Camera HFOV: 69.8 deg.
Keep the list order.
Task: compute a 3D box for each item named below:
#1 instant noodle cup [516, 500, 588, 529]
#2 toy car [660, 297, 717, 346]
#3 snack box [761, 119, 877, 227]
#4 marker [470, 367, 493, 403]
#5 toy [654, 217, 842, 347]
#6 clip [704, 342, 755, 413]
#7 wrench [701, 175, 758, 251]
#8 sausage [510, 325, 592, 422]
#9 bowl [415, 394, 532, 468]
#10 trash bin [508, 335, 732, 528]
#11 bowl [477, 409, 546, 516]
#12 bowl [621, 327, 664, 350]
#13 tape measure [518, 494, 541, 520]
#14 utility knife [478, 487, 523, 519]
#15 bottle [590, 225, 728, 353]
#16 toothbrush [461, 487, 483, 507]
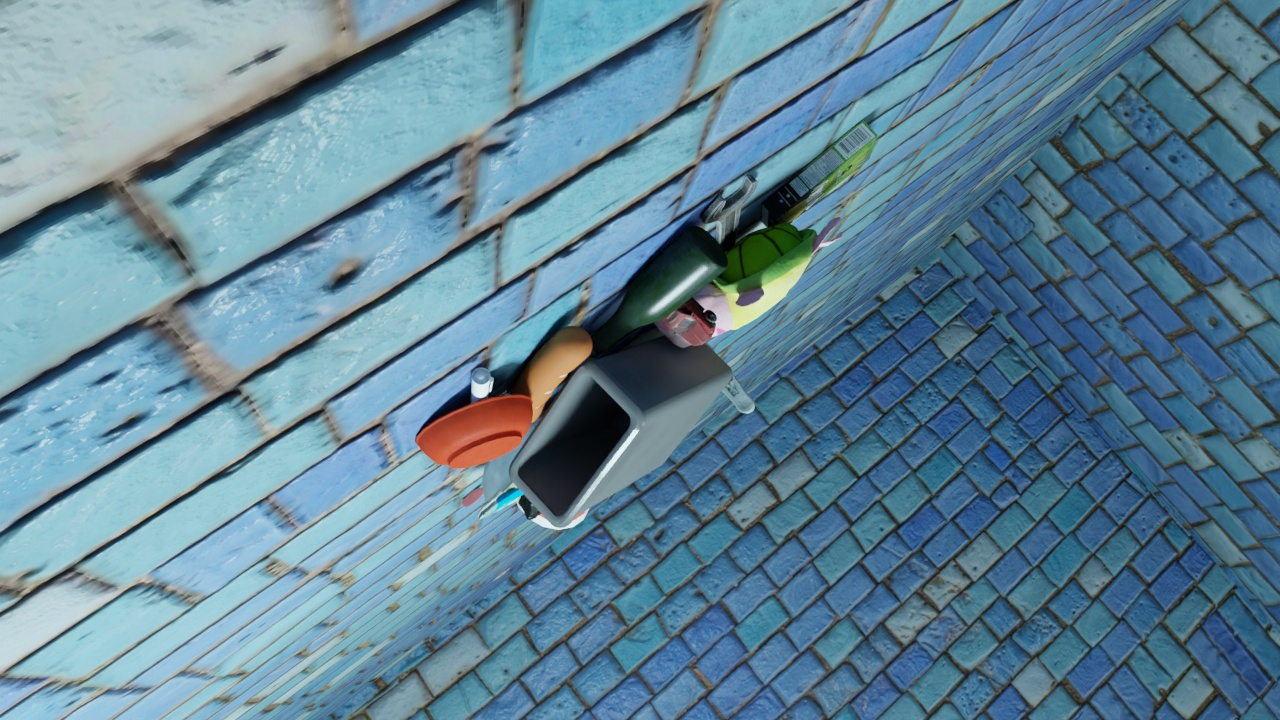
[{"bbox_3d":[-0.113,0.168,1.378,0.123,0.123,0.121,-29,159,-44],"label":"instant noodle cup"},{"bbox_3d":[0.041,-0.054,0.986,0.042,0.091,0.036,-48,-179,42],"label":"toy car"},{"bbox_3d":[0.207,-0.211,1.073,0.147,0.025,0.080,-39,170,2],"label":"snack box"},{"bbox_3d":[-0.155,0.038,0.893,0.134,0.020,0.017,118,-12,-67],"label":"marker"},{"bbox_3d":[0.124,-0.094,1.049,0.238,0.088,0.190,-30,-173,7],"label":"toy"},{"bbox_3d":[0.095,0.003,1.259,0.029,0.172,0.143,-41,160,7],"label":"clip"},{"bbox_3d":[0.097,-0.143,1.026,0.070,0.010,0.273,-38,170,-3],"label":"wrench"},{"bbox_3d":[-0.099,0.017,0.939,0.044,0.039,0.165,14,143,-23],"label":"sausage"},{"bbox_3d":[-0.159,0.076,0.913,0.122,0.035,0.122,-21,164,-7],"label":"bowl"},{"bbox_3d":[-0.018,0.070,1.061,0.219,0.097,0.192,-21,152,-57],"label":"trash bin"},{"bbox_3d":[-0.139,0.119,1.205,0.218,0.060,0.189,-35,169,-27],"label":"bowl"},{"bbox_3d":[-0.007,0.007,1.204,0.149,0.043,0.150,-46,167,-14],"label":"bowl"},{"bbox_3d":[-0.129,0.177,1.227,0.062,0.038,0.067,-26,163,-21],"label":"tape measure"},{"bbox_3d":[-0.148,0.160,1.136,0.031,0.015,0.158,-42,171,28],"label":"utility knife"},{"bbox_3d":[0.010,-0.064,0.943,0.175,0.055,0.055,-40,171,27],"label":"bottle"},{"bbox_3d":[-0.183,0.148,1.312,0.184,0.015,0.015,-41,173,5],"label":"toothbrush"}]
